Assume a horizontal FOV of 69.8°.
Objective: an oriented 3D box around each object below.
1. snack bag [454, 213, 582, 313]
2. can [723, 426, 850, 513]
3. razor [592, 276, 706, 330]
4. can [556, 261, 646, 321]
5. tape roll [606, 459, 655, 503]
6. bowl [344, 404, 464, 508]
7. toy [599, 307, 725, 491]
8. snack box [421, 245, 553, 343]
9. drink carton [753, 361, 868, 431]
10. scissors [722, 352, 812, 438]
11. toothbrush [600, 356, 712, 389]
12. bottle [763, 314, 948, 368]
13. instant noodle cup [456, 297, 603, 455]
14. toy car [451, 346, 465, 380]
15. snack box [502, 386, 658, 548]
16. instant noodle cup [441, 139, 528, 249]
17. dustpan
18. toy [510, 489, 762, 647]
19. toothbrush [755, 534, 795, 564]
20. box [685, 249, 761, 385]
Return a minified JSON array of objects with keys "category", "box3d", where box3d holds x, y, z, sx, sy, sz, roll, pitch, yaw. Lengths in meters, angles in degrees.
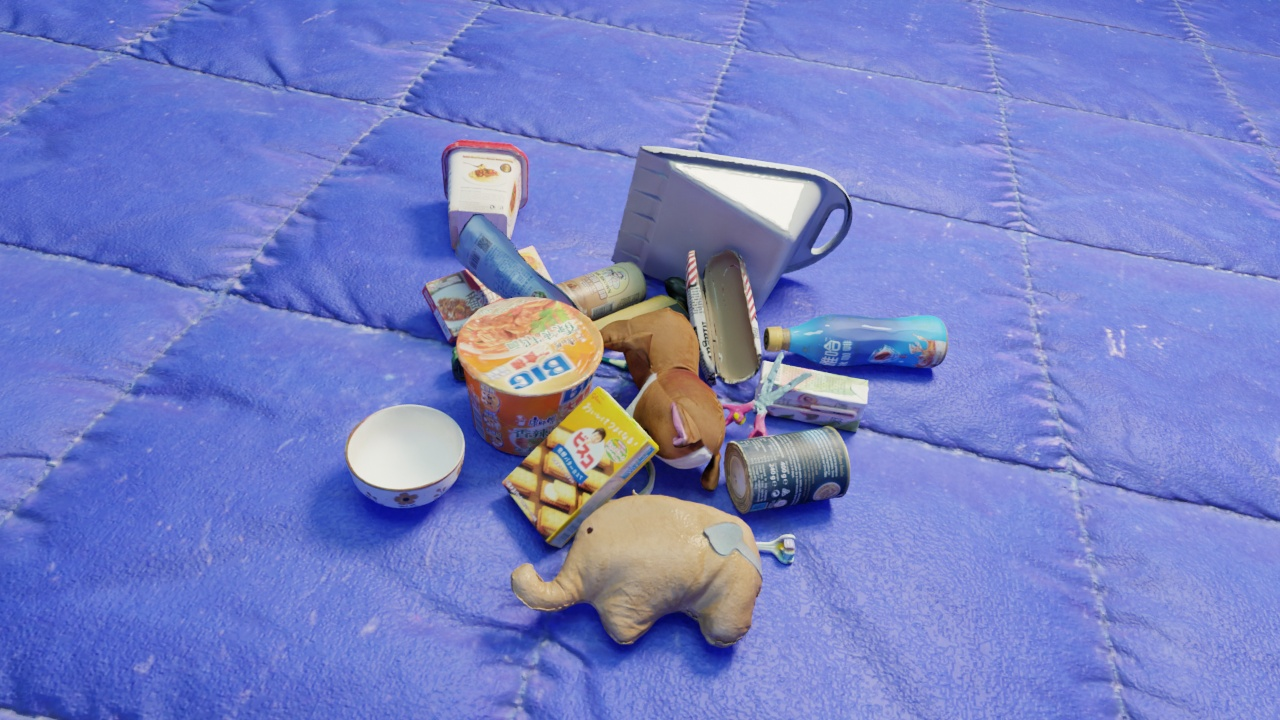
[{"category":"snack bag","box3d":[-0.132,-0.078,1.049,0.191,0.111,0.038,43,50,5]},{"category":"can","box3d":[0.148,0.112,0.941,0.111,0.075,0.075,-7,44,-15]},{"category":"razor","box3d":[0.001,-0.055,1.123,0.167,0.062,0.067,-20,81,-20]},{"category":"can","box3d":[-0.054,-0.081,1.136,0.116,0.059,0.058,-23,50,-29]},{"category":"tape roll","box3d":[-0.027,0.118,0.954,0.086,0.014,0.085,4,42,-4]},{"category":"bowl","box3d":[-0.231,0.103,0.905,0.113,0.062,0.113,5,42,-5]},{"category":"toy","box3d":[0.024,0.039,0.963,0.130,0.140,0.199,-35,54,9]},{"category":"snack box","box3d":[-0.181,-0.082,1.119,0.152,0.026,0.075,-24,82,-30]},{"category":"drink carton","box3d":[0.193,0.042,1.041,0.122,0.054,0.045,12,45,5]},{"category":"scissors","box3d":[0.134,0.056,0.998,0.134,0.017,0.113,-33,57,13]},{"category":"toothbrush","box3d":[-0.006,0.006,1.078,0.192,0.018,0.016,17,43,10]},{"category":"bottle","box3d":[0.259,-0.025,1.115,0.218,0.065,0.065,1,42,-7]},{"category":"instant noodle cup","box3d":[-0.118,0.021,0.974,0.151,0.112,0.151,4,42,-4]},{"category":"toy car","box3d":[-0.171,-0.003,1.045,0.091,0.043,0.036,-9,44,-18]},{"category":"snack box","box3d":[-0.060,0.104,0.898,0.140,0.034,0.087,-44,55,-1]},{"category":"instant noodle cup","box3d":[-0.211,-0.216,1.232,0.116,0.117,0.124,3,55,-5]},{"category":"dustpan","box3d":[0.123,-0.176,1.156,0.258,0.223,0.142,28,57,6]},{"category":"toy","box3d":[-0.002,0.186,0.834,0.226,0.083,0.143,3,48,-3]},{"category":"toothbrush","box3d":[0.057,0.178,0.898,0.189,0.029,0.020,5,0,-2]},{"category":"box","box3d":[0.083,-0.052,1.072,0.087,0.076,0.162,2,75,-43]}]
